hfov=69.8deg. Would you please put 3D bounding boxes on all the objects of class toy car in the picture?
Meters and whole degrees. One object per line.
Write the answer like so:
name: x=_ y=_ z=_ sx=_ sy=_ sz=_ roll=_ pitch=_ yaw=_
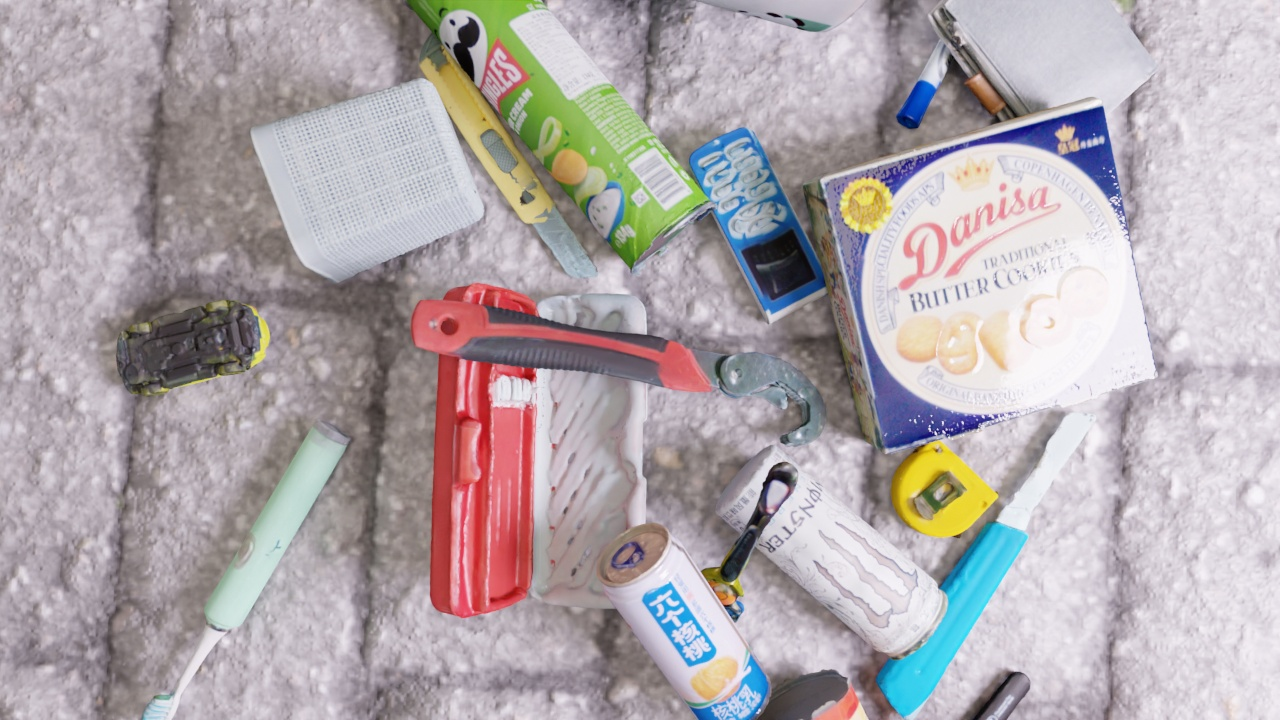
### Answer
toy car: x=-0.293 y=-0.008 z=0.601 sx=0.105 sy=0.032 sz=0.048 roll=-14 pitch=87 yaw=11

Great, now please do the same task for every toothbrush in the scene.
toothbrush: x=-0.256 y=0.140 z=0.596 sx=0.026 sy=0.027 sz=0.224 roll=28 pitch=87 yaw=41

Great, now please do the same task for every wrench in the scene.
wrench: x=-0.003 y=0.003 z=0.561 sx=0.273 sy=0.016 sz=0.056 roll=14 pitch=69 yaw=-20

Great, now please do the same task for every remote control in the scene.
remote control: x=0.078 y=-0.090 z=0.607 sx=0.049 sy=0.024 sz=0.125 roll=-27 pitch=90 yaw=-1

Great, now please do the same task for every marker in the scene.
marker: x=0.213 y=-0.223 z=0.618 sx=0.017 sy=0.017 sz=0.145 roll=29 pitch=88 yaw=1
marker: x=0.212 y=0.253 z=0.595 sx=0.018 sy=0.015 sz=0.124 roll=40 pitch=86 yaw=-2

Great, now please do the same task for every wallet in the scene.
wallet: x=0.261 y=-0.208 z=0.605 sx=0.106 sy=0.037 sz=0.129 roll=-42 pitch=99 yaw=-1

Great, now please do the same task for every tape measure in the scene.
tape measure: x=0.194 y=0.086 z=0.596 sx=0.060 sy=0.029 sz=0.057 roll=44 pitch=89 yaw=2

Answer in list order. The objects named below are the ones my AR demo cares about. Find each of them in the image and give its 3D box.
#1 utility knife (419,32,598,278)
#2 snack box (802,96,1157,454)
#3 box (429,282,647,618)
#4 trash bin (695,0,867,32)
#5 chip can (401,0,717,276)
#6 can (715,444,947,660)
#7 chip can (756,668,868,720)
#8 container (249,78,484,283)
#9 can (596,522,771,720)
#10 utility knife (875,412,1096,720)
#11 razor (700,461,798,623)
utility knife: x=-0.091 y=-0.136 z=0.618 sx=0.031 sy=0.021 sz=0.201 roll=-34 pitch=92 yaw=4
snack box: x=0.213 y=-0.051 z=0.582 sx=0.178 sy=0.045 sz=0.182 roll=-16 pitch=98 yaw=0
box: x=-0.058 y=0.054 z=0.565 sx=0.100 sy=0.110 sz=0.201 roll=-1 pitch=86 yaw=28
trash bin: x=0.022 y=-0.312 z=0.507 sx=0.251 sy=0.230 sz=0.229 roll=14 pitch=87 yaw=-16
chip can: x=-0.052 y=-0.166 z=0.588 sx=0.072 sy=0.072 sz=0.236 roll=-40 pitch=88 yaw=-2
can: x=0.119 y=0.120 z=0.580 sx=0.147 sy=0.058 sz=0.058 roll=41 pitch=88 yaw=2
chip can: x=0.143 y=0.305 z=0.565 sx=0.073 sy=0.073 sz=0.216 roll=-27 pitch=87 yaw=-1
container: x=-0.166 y=-0.115 z=0.579 sx=0.111 sy=0.090 sz=0.090 roll=-22 pitch=87 yaw=-4
can: x=0.027 y=0.162 z=0.555 sx=0.053 sy=0.053 sz=0.134 roll=-32 pitch=114 yaw=-2
utility knife: x=0.228 y=0.129 z=0.599 sx=0.034 sy=0.018 sz=0.234 roll=35 pitch=89 yaw=3
razor: x=0.063 y=0.113 z=0.554 sx=0.043 sy=0.022 sz=0.143 roll=27 pitch=128 yaw=6
